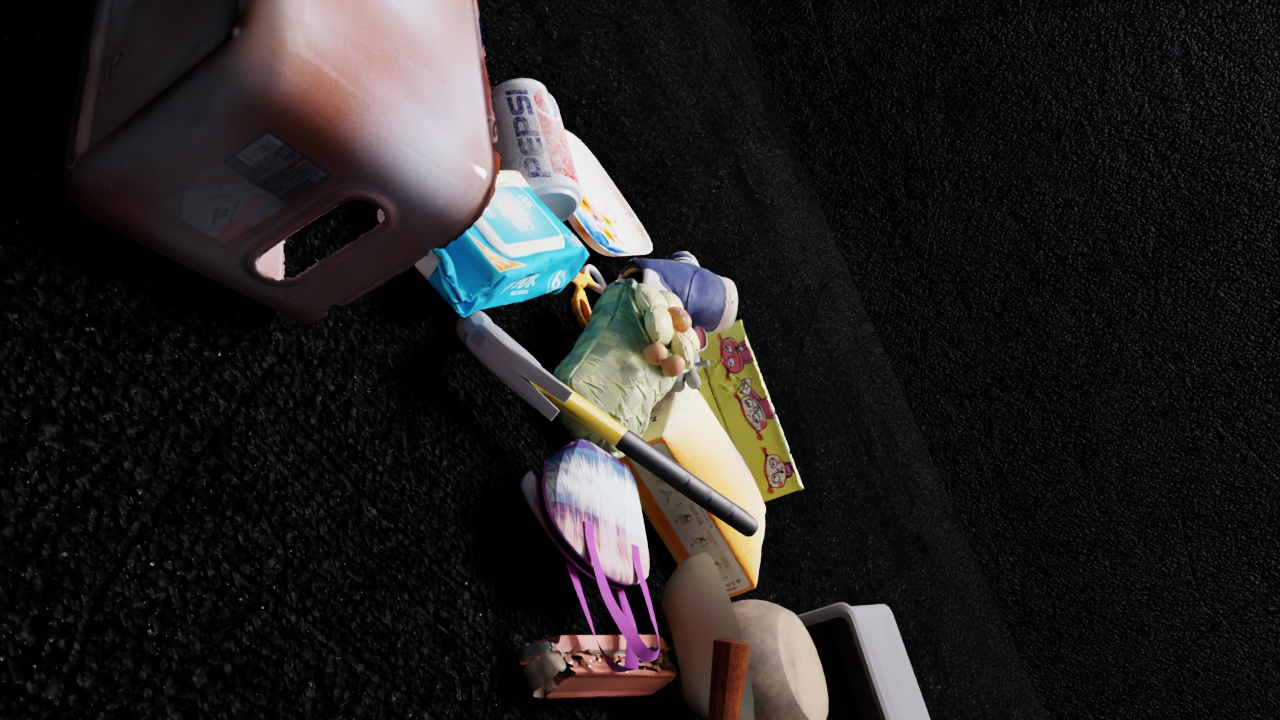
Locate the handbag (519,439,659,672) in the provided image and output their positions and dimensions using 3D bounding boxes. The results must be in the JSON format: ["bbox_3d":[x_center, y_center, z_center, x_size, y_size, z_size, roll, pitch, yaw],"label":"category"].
[{"bbox_3d":[-0.029,0.154,0.703,0.144,0.068,0.169,39,23,-49],"label":"handbag"}]

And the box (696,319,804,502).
[{"bbox_3d":[0.126,0.072,1.134,0.124,0.082,0.221,49,23,-80],"label":"box"}]

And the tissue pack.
[{"bbox_3d":[-0.128,-0.102,0.769,0.117,0.066,0.208,50,24,5],"label":"tissue pack"}]

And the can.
[{"bbox_3d":[-0.110,-0.208,0.923,0.078,0.078,0.136,23,47,-60],"label":"can"}]

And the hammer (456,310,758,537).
[{"bbox_3d":[-0.011,0.068,0.767,0.323,0.029,0.127,37,0,-30],"label":"hammer"}]

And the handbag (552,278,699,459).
[{"bbox_3d":[-0.005,0.005,0.864,0.113,0.117,0.185,48,43,-20],"label":"handbag"}]

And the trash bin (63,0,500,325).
[{"bbox_3d":[-0.209,-0.182,0.537,0.157,0.182,0.259,33,39,-51],"label":"trash bin"}]

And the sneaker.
[{"bbox_3d":[0.016,-0.085,1.105,0.233,0.118,0.091,-135,-129,-66],"label":"sneaker"}]

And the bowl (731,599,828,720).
[{"bbox_3d":[0.135,0.322,0.939,0.162,0.070,0.162,49,27,-36],"label":"bowl"}]

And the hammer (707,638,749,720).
[{"bbox_3d":[0.045,0.344,0.621,0.111,0.028,0.300,30,63,-54],"label":"hammer"}]

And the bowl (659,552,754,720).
[{"bbox_3d":[0.051,0.248,0.801,0.152,0.050,0.152,167,-89,-82],"label":"bowl"}]

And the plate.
[{"bbox_3d":[-0.065,-0.193,1.059,0.187,0.016,0.186,56,21,5],"label":"plate"}]

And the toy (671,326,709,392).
[{"bbox_3d":[0.049,0.000,0.978,0.111,0.049,0.030,-84,160,-61],"label":"toy"}]

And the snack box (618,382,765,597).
[{"bbox_3d":[0.063,0.128,0.963,0.195,0.081,0.144,59,22,-16],"label":"snack box"}]

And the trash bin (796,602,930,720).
[{"bbox_3d":[0.275,0.405,1.144,0.219,0.098,0.191,25,45,-60],"label":"trash bin"}]

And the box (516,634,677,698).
[{"bbox_3d":[-0.027,0.237,0.699,0.186,0.060,0.057,28,75,-56],"label":"box"}]

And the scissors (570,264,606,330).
[{"bbox_3d":[-0.065,-0.084,0.987,0.129,0.011,0.125,11,59,-66],"label":"scissors"}]
